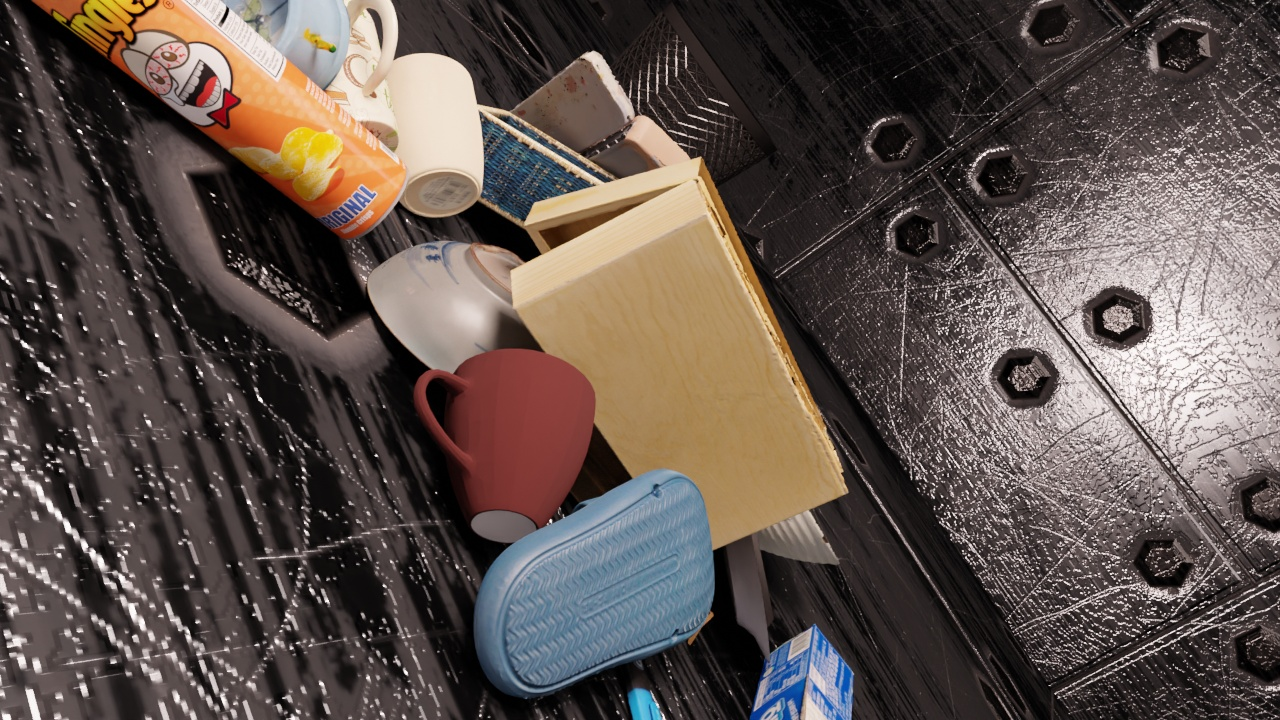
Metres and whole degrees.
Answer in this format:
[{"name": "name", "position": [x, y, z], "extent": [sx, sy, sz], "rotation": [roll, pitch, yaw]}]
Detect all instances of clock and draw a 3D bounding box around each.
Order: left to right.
[{"name": "clock", "position": [-0.240, -0.220, 0.573], "extent": [0.124, 0.089, 0.051], "rotation": [56, 15, 9]}]

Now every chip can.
[{"name": "chip can", "position": [-0.229, -0.155, 0.515], "extent": [0.210, 0.062, 0.062], "rotation": [42, 20, -39]}]

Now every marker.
[{"name": "marker", "position": [-0.002, 0.188, 0.546], "extent": [0.018, 0.015, 0.123], "rotation": [41, 18, -36]}]

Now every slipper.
[{"name": "slipper", "position": [-0.020, 0.118, 0.514], "extent": [0.213, 0.059, 0.104], "rotation": [-5, 93, -56]}]

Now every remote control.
[{"name": "remote control", "position": [0.099, 0.167, 0.803], "extent": [0.039, 0.010, 0.124], "rotation": [71, 8, -81]}]

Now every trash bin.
[{"name": "trash bin", "position": [0.009, -0.276, 1.148], "extent": [0.217, 0.244, 0.216], "rotation": [49, 16, -19]}]

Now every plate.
[{"name": "plate", "position": [0.079, 0.159, 0.750], "extent": [0.173, 0.019, 0.173], "rotation": [-4, 84, -89]}]

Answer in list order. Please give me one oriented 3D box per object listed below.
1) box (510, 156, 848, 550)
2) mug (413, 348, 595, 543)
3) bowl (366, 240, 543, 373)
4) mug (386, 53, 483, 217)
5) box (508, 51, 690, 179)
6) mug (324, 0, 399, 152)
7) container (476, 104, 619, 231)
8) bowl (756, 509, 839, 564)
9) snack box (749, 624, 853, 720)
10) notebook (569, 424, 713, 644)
[{"name": "box", "position": [0.033, -0.004, 0.611], "extent": [0.249, 0.140, 0.122], "rotation": [58, 9, -36]}, {"name": "mug", "position": [-0.080, 0.048, 0.507], "extent": [0.114, 0.087, 0.088], "rotation": [36, 40, -34]}, {"name": "bowl", "position": [-0.097, -0.037, 0.600], "extent": [0.150, 0.057, 0.150], "rotation": [33, 21, -14]}, {"name": "mug", "position": [-0.175, -0.170, 0.704], "extent": [0.111, 0.085, 0.104], "rotation": [3, 60, -36]}, {"name": "box", "position": [-0.060, -0.216, 0.935], "extent": [0.154, 0.217, 0.058], "rotation": [44, 63, -22]}, {"name": "mug", "position": [-0.195, -0.194, 0.616], "extent": [0.080, 0.122, 0.097], "rotation": [-3, 64, -50]}, {"name": "container", "position": [-0.075, -0.152, 0.838], "extent": [0.187, 0.071, 0.145], "rotation": [31, 13, -3]}, {"name": "bowl", "position": [0.114, 0.134, 0.880], "extent": [0.177, 0.071, 0.177], "rotation": [59, 2, -4]}, {"name": "snack box", "position": [0.112, 0.263, 0.648], "extent": [0.059, 0.059, 0.226], "rotation": [52, 14, 3]}, {"name": "notebook", "position": [-0.020, 0.086, 0.676], "extent": [0.215, 0.034, 0.189], "rotation": [52, 15, -8]}]
